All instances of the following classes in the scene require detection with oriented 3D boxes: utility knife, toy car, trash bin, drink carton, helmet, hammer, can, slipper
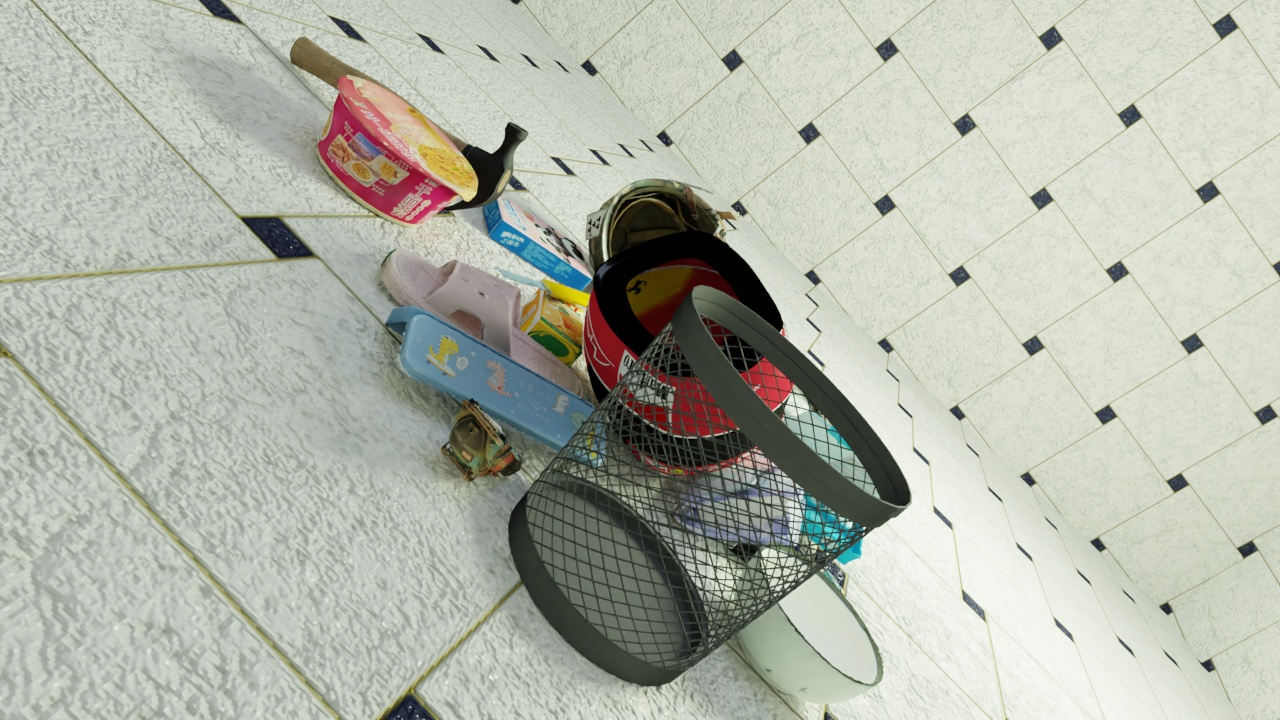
[{"bbox_3d":[-0.089,-0.078,1.028,0.030,0.019,0.227,46,12,26],"label":"utility knife"},{"bbox_3d":[-0.126,0.068,0.711,0.047,0.047,0.112,49,-10,16],"label":"toy car"},{"bbox_3d":[0.043,0.100,0.700,0.217,0.228,0.217,38,19,-16],"label":"trash bin"},{"bbox_3d":[-0.098,-0.037,1.016,0.058,0.041,0.122,37,18,-18],"label":"drink carton"},{"bbox_3d":[0.027,-0.151,1.282,0.236,0.192,0.224,32,-15,39],"label":"helmet"},{"bbox_3d":[-0.291,-0.291,1.098,0.305,0.132,0.040,33,17,5],"label":"hammer"},{"bbox_3d":[0.129,0.207,0.966,0.080,0.032,0.031,40,18,-12],"label":"can"},{"bbox_3d":[-0.140,-0.040,0.897,0.239,0.064,0.094,39,18,-19],"label":"slipper"},{"bbox_3d":[0.050,0.008,0.947,0.270,0.197,0.225,-123,-164,-44],"label":"helmet"}]

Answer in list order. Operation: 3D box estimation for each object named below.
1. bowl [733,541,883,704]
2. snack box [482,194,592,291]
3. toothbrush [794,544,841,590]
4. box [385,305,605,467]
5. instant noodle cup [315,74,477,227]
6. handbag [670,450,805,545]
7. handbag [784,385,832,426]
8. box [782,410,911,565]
[{"bbox_3d":[0.141,0.247,0.833,0.153,0.073,0.153,39,18,-15],"label":"bowl"},{"bbox_3d":[-0.137,-0.156,1.216,0.154,0.033,0.088,32,21,-32],"label":"snack box"},{"bbox_3d":[0.175,0.203,1.099,0.189,0.017,0.016,52,19,22],"label":"toothbrush"},{"bbox_3d":[-0.119,0.017,0.800,0.209,0.047,0.122,31,6,-30],"label":"box"},{"bbox_3d":[-0.271,-0.218,0.997,0.178,0.078,0.178,40,18,-16],"label":"instant noodle cup"},{"bbox_3d":[0.109,0.136,0.963,0.126,0.069,0.158,5,12,13],"label":"handbag"},{"bbox_3d":[0.223,0.068,1.338,0.171,0.123,0.112,32,27,-48],"label":"handbag"},{"bbox_3d":[0.207,0.127,1.088,0.227,0.117,0.097,38,37,-14],"label":"box"}]
